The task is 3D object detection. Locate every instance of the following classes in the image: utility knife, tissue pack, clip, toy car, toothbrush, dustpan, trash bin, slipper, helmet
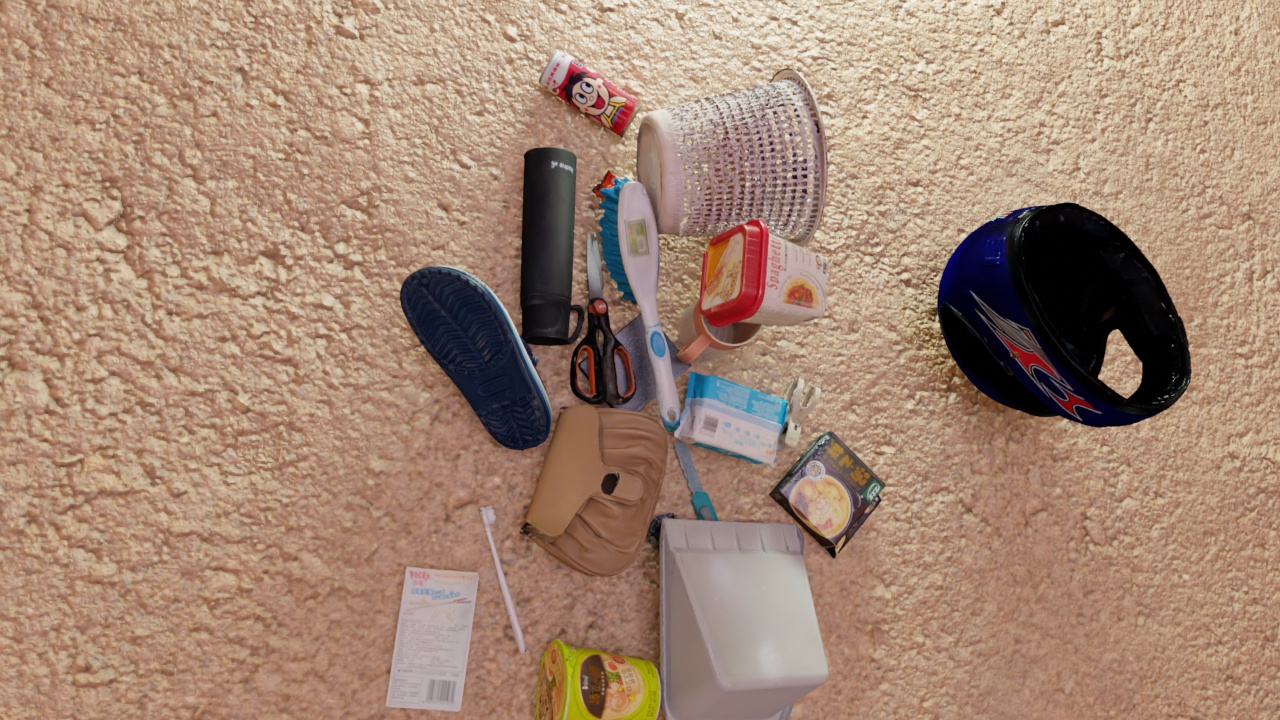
[{"bbox_3d":[0.087,0.206,1.174,0.029,0.013,0.219,-20,86,-17],"label":"utility knife"},{"bbox_3d":[0.118,0.077,1.180,0.140,0.063,0.090,18,78,-10],"label":"tissue pack"},{"bbox_3d":[0.206,0.073,1.217,0.035,0.075,0.100,25,70,-11],"label":"clip"},{"bbox_3d":[0.049,0.238,1.149,0.048,0.031,0.105,-38,92,-19],"label":"toy car"},{"bbox_3d":[-0.162,0.261,1.098,0.016,0.016,0.180,-14,83,-23],"label":"toothbrush"},{"bbox_3d":[0.111,0.346,1.127,0.222,0.143,0.257,9,49,-31],"label":"dustpan"},{"bbox_3d":[0.103,-0.243,1.154,0.192,0.228,0.227,-8,82,-12],"label":"trash bin"},{"bbox_3d":[-0.182,-0.011,1.099,0.105,0.095,0.253,-28,105,10],"label":"slipper"},{"bbox_3d":[0.535,-0.043,1.214,0.247,0.241,0.315,-23,76,-17],"label":"helmet"}]

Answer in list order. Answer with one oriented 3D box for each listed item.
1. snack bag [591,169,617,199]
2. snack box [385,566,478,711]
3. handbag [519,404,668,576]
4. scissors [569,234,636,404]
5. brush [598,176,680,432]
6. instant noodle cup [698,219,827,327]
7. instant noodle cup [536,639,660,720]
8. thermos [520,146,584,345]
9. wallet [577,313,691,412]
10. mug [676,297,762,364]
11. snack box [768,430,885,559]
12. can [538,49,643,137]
[{"bbox_3d":[-0.013,-0.211,1.216,0.105,0.026,0.045,31,62,-10],"label":"snack bag"},{"bbox_3d":[-0.240,0.320,1.060,0.084,0.027,0.156,9,78,-13],"label":"snack box"},{"bbox_3d":[-0.050,0.152,1.103,0.147,0.100,0.204,19,73,-7],"label":"handbag"},{"bbox_3d":[-0.064,-0.054,1.148,0.138,0.022,0.235,-21,86,-35],"label":"scissors"},{"bbox_3d":[0.004,-0.071,1.142,0.060,0.109,0.314,-11,101,-18],"label":"brush"},{"bbox_3d":[0.148,-0.093,1.087,0.124,0.117,0.116,12,77,-26],"label":"instant noodle cup"},{"bbox_3d":[-0.046,0.385,1.065,0.123,0.112,0.111,10,77,-21],"label":"instant noodle cup"},{"bbox_3d":[-0.110,-0.141,1.165,0.089,0.069,0.242,9,78,-46],"label":"thermos"},{"bbox_3d":[-0.007,0.007,1.184,0.120,0.019,0.097,-40,92,-15],"label":"wallet"},{"bbox_3d":[0.090,-0.039,1.171,0.081,0.106,0.114,44,73,-3],"label":"mug"},{"bbox_3d":[0.253,0.177,1.208,0.125,0.053,0.113,44,72,2],"label":"snack box"},{"bbox_3d":[-0.066,-0.353,1.214,0.132,0.053,0.053,32,74,-8],"label":"can"}]
